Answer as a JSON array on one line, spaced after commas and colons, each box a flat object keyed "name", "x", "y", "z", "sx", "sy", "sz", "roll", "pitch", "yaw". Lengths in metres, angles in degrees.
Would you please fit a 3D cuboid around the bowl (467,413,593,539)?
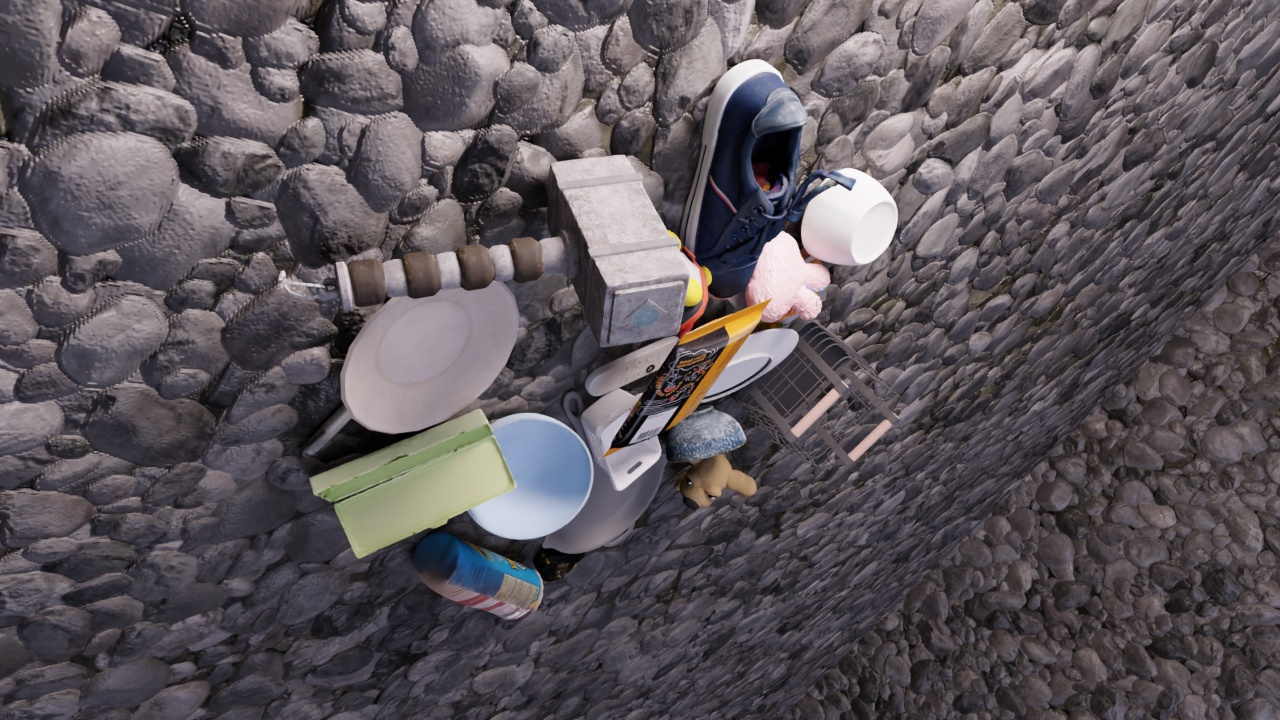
[{"name": "bowl", "x": -0.135, "y": 0.123, "z": 1.062, "sx": 0.150, "sy": 0.075, "sz": 0.151, "roll": -4, "pitch": 108, "yaw": -14}]

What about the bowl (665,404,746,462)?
[{"name": "bowl", "x": 0.084, "y": 0.096, "z": 1.268, "sx": 0.114, "sy": 0.061, "sz": 0.114, "roll": -14, "pitch": -176, "yaw": 1}]

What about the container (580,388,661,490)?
[{"name": "container", "x": -0.027, "y": 0.093, "z": 1.148, "sx": 0.080, "sy": 0.049, "sz": 0.129, "roll": -38, "pitch": 140, "yaw": -21}]

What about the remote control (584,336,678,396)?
[{"name": "remote control", "x": -0.007, "y": 0.007, "z": 1.123, "sx": 0.136, "sy": 0.013, "sz": 0.043, "roll": -24, "pitch": 145, "yaw": -22}]

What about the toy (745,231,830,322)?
[{"name": "toy", "x": 0.177, "y": -0.093, "z": 1.096, "sx": 0.105, "sy": 0.053, "sz": 0.108, "roll": 19, "pitch": 81, "yaw": -17}]

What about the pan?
[{"name": "pan", "x": -0.062, "y": 0.148, "z": 1.229, "sx": 0.216, "sy": 0.024, "sz": 0.355, "roll": -34, "pitch": 142, "yaw": -17}]

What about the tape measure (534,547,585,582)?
[{"name": "tape measure", "x": -0.123, "y": 0.297, "z": 1.348, "sx": 0.067, "sy": 0.038, "sz": 0.063, "roll": -3, "pitch": 134, "yaw": -43}]

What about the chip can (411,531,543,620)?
[{"name": "chip can", "x": -0.212, "y": 0.290, "z": 1.218, "sx": 0.080, "sy": 0.080, "sz": 0.229, "roll": -40, "pitch": 148, "yaw": 2}]

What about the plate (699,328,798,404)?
[{"name": "plate", "x": 0.113, "y": 0.019, "z": 1.196, "sx": 0.208, "sy": 0.015, "sz": 0.209, "roll": -22, "pitch": 161, "yaw": -8}]

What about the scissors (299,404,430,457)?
[{"name": "scissors", "x": -0.260, "y": 0.039, "z": 0.911, "sx": 0.179, "sy": 0.015, "sz": 0.199, "roll": -27, "pitch": 145, "yaw": -18}]

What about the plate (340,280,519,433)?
[{"name": "plate", "x": -0.202, "y": -0.011, "z": 0.874, "sx": 0.188, "sy": 0.027, "sz": 0.189, "roll": -30, "pitch": 145, "yaw": -24}]

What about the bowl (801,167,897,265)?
[{"name": "bowl", "x": 0.255, "y": -0.164, "z": 1.095, "sx": 0.116, "sy": 0.066, "sz": 0.116, "roll": -24, "pitch": 132, "yaw": -30}]

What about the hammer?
[{"name": "hammer", "x": -0.132, "y": -0.080, "z": 0.775, "sx": 0.325, "sy": 0.176, "sz": 0.080, "roll": -11, "pitch": 140, "yaw": -17}]

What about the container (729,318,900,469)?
[{"name": "container", "x": 0.264, "y": 0.058, "z": 1.345, "sx": 0.163, "sy": 0.130, "sz": 0.241, "roll": -47, "pitch": 147, "yaw": 13}]

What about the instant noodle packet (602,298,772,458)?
[{"name": "instant noodle packet", "x": 0.053, "y": 0.022, "z": 1.060, "sx": 0.159, "sy": 0.032, "sz": 0.221, "roll": -23, "pitch": 155, "yaw": -44}]

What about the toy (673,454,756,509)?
[{"name": "toy", "x": 0.097, "y": 0.176, "z": 1.374, "sx": 0.105, "sy": 0.134, "sz": 0.108, "roll": -56, "pitch": 179, "yaw": -13}]

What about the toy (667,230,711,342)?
[{"name": "toy", "x": 0.030, "y": -0.072, "z": 0.987, "sx": 0.100, "sy": 0.097, "sz": 0.119, "roll": -30, "pitch": 159, "yaw": 20}]

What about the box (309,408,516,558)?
[{"name": "box", "x": -0.238, "y": 0.121, "z": 0.968, "sx": 0.188, "sy": 0.064, "sz": 0.130, "roll": -24, "pitch": 126, "yaw": -7}]

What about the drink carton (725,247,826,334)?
[{"name": "drink carton", "x": 0.172, "y": -0.080, "z": 1.158, "sx": 0.124, "sy": 0.048, "sz": 0.076, "roll": -32, "pitch": 147, "yaw": -11}]

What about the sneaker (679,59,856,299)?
[{"name": "sneaker", "x": 0.125, "y": -0.153, "z": 0.953, "sx": 0.120, "sy": 0.127, "sz": 0.295, "roll": -23, "pitch": 147, "yaw": -22}]
